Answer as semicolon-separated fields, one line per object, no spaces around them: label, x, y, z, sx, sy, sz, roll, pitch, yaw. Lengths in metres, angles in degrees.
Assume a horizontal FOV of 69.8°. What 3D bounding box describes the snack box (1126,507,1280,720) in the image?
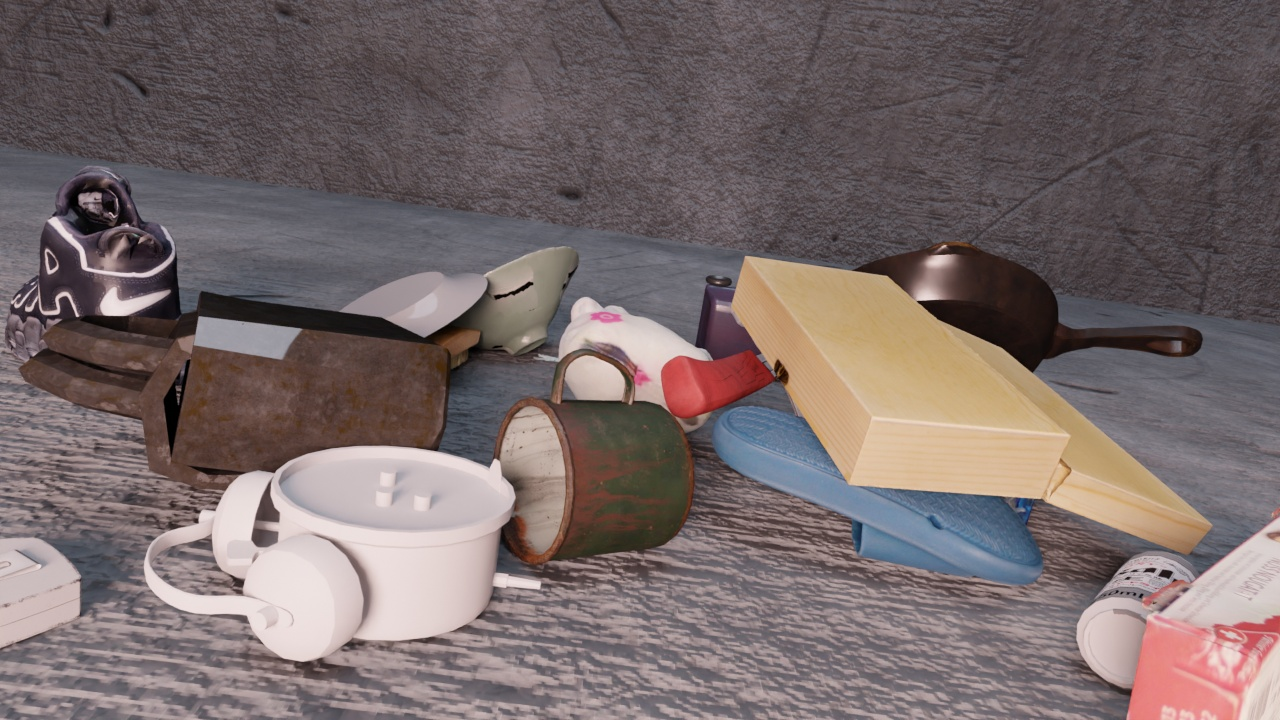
snack box;0.292;0.126;0.432;0.272;0.077;0.044;-5;15;-44

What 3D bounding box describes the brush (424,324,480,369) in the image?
brush;-0.186;-0.010;0.821;0.049;0.039;0.117;10;12;7

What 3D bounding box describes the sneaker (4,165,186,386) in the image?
sneaker;-0.415;-0.072;0.692;0.097;0.151;0.253;-5;17;-43

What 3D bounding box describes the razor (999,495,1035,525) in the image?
razor;0.188;0.097;0.611;0.141;0.044;0.018;4;35;8

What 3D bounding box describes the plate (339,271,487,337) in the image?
plate;-0.219;-0.045;0.806;0.173;0.019;0.172;-18;24;8

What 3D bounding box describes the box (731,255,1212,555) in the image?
box;0.209;0.019;0.627;0.257;0.076;0.246;19;22;-20

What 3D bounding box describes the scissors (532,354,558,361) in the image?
scissors;-0.046;0.004;0.925;0.134;0.016;0.073;7;16;18

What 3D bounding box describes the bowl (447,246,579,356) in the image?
bowl;-0.125;-0.043;0.924;0.174;0.068;0.174;-27;-7;-4

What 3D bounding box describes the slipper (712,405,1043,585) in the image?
slipper;0.141;0.087;0.554;0.214;0.059;0.103;21;20;0

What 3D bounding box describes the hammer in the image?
hammer;0.080;0.012;0.692;0.036;0.126;0.315;-32;-6;20

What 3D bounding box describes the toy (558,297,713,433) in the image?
toy;-0.004;0.004;0.754;0.137;0.085;0.209;29;6;0

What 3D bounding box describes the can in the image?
can;0.257;0.129;0.466;0.044;0.044;0.106;17;15;36

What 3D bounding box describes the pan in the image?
pan;0.343;-0.015;0.873;0.356;0.043;0.249;3;-31;8

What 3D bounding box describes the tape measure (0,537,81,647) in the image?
tape measure;-0.259;0.090;0.359;0.060;0.020;0.062;15;14;28

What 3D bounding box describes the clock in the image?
clock;-0.129;0.078;0.405;0.159;0.061;0.120;0;14;-37

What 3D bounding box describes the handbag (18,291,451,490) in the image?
handbag;-0.230;0.016;0.518;0.199;0.102;0.197;11;2;-26

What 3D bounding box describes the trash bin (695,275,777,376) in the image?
trash bin;0.147;-0.030;1.013;0.161;0.094;0.092;7;18;-5

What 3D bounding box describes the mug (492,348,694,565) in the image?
mug;-0.023;0.049;0.489;0.081;0.111;0.085;2;10;-34
